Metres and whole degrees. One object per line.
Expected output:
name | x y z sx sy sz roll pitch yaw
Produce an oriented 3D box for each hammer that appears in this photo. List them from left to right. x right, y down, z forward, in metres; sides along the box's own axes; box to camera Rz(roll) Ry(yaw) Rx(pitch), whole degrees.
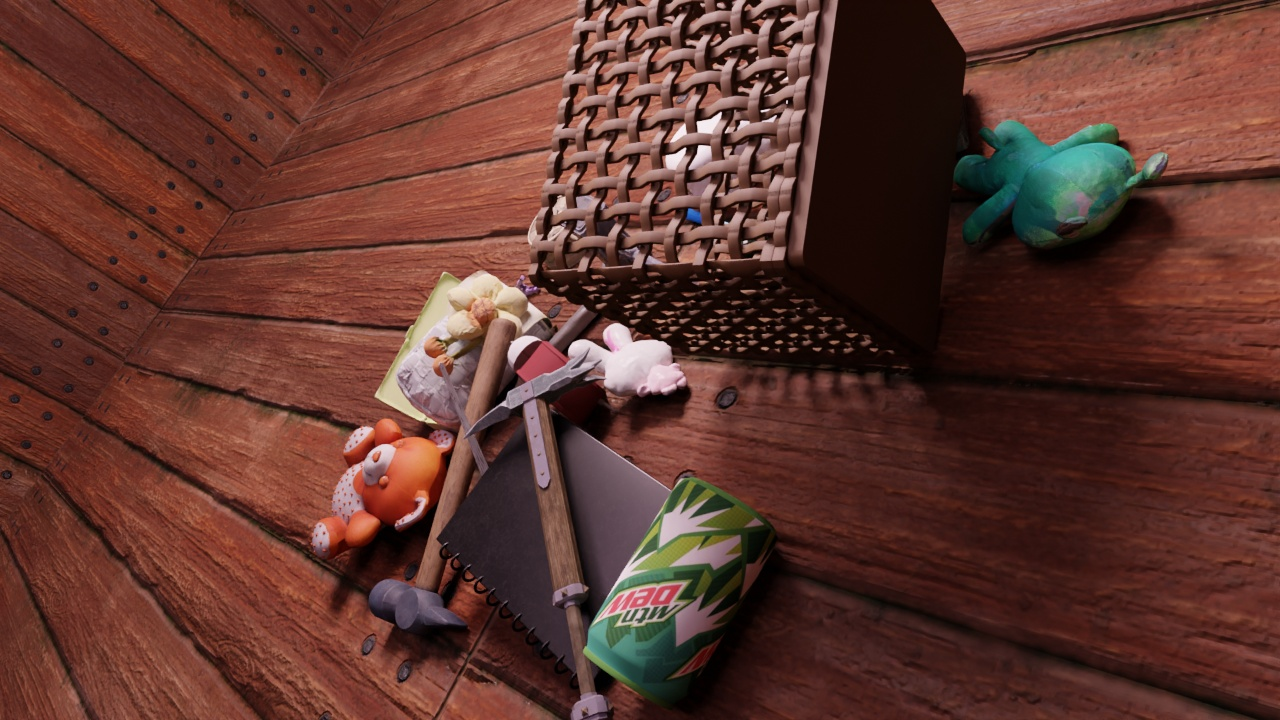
hammer | -0.178 0.109 0.913 0.129 0.040 0.321 1 71 45
hammer | -0.070 0.146 0.752 0.147 0.028 0.316 -27 51 14
hammer | 0.037 -0.080 0.888 0.044 0.098 0.322 -51 43 -4

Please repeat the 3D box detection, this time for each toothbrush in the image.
toothbrush | -0.157 0.086 0.867 0.010 0.181 0.010 -6 18 45
toothbrush | -0.111 0.003 1.013 0.185 0.022 0.024 -48 0 5

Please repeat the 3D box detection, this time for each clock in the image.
clock | -0.083 0.017 0.909 0.044 0.087 0.124 -50 44 -2
clock | -0.097 -0.176 1.139 0.093 0.054 0.140 -27 42 28

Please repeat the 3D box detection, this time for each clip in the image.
clip | -0.142 -0.088 1.141 0.051 0.045 0.014 103 -173 -62

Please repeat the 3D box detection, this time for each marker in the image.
marker | 0.085 -0.136 0.936 0.013 0.013 0.142 -51 34 -3

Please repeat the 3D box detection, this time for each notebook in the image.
notebook | -0.068 0.149 0.785 0.232 0.019 0.169 29 80 42

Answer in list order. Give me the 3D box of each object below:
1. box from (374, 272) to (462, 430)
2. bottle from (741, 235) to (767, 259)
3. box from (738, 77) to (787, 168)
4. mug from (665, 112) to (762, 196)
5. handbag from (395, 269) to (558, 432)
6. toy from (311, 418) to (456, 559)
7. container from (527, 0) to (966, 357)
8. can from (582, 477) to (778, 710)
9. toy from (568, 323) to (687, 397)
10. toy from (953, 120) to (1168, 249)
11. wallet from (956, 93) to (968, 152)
box | -0.224 -0.008 1.118 0.133 0.061 0.187 17 67 12
bottle | 0.157 -0.125 0.808 0.175 0.055 0.055 -20 43 37
box | 0.169 -0.264 0.909 0.160 0.081 0.091 -47 26 1
mug | 0.077 -0.222 0.977 0.094 0.068 0.115 -38 36 16
handbag | -0.191 -0.011 1.012 0.112 0.123 0.171 37 82 13
toy | -0.285 0.137 1.015 0.173 0.093 0.163 -19 43 34
container | 0.088 -0.148 0.681 0.215 0.219 0.251 1 77 39
can | 0.028 0.163 0.649 0.083 0.083 0.144 17 70 53
toy | -0.005 0.005 0.867 0.125 0.037 0.075 28 49 35
toy | 0.289 -0.134 0.663 0.131 0.072 0.193 -42 26 10
wallet | 0.223 -0.206 0.814 0.132 0.054 0.100 -17 47 35
